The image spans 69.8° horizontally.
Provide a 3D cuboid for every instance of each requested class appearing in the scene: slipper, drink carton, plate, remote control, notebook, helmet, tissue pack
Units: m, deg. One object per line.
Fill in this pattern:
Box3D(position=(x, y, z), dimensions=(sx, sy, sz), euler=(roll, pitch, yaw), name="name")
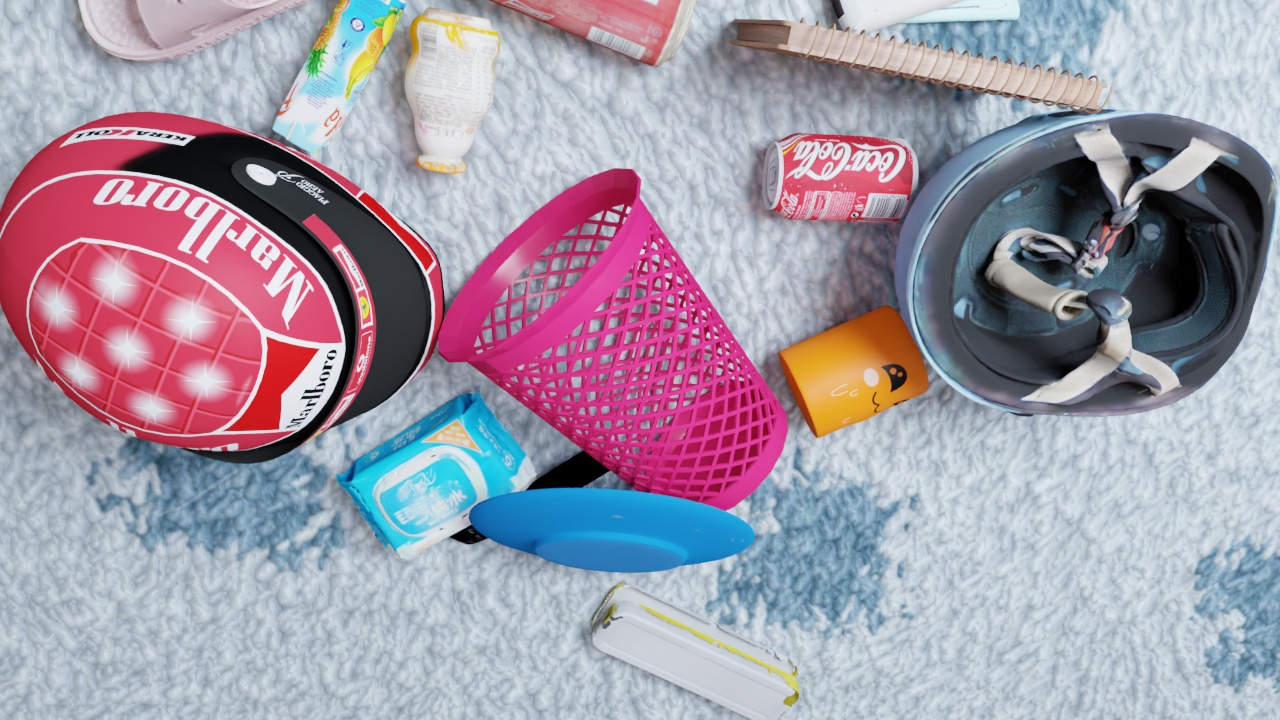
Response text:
Box3D(position=(-0.263, -0.266, 0.586), dimensions=(0.239, 0.064, 0.094), euler=(-14, 97, 9), name="slipper")
Box3D(position=(-0.212, -0.206, 0.644), dimensions=(0.038, 0.044, 0.129), euler=(31, 103, -15), name="drink carton")
Box3D(position=(-0.024, 0.144, 0.722), dimensions=(0.224, 0.225, 0.024), euler=(8, 65, -9), name="plate")
Box3D(position=(0.204, -0.282, 0.659), dimensions=(0.138, 0.025, 0.060), euler=(-18, 94, 2), name="remote control")
Box3D(position=(0.177, -0.201, 0.616), dimensions=(0.210, 0.169, 0.022), euler=(8, 110, -9), name="notebook")
Box3D(position=(-0.269, -0.043, 0.601), dimensions=(0.271, 0.224, 0.198), euler=(28, 109, -14), name="helmet")
Box3D(position=(-0.093, 0.116, 0.784), dimensions=(0.152, 0.020, 0.041), euler=(-30, 151, 6), name="remote control")
Box3D(position=(0.302, -0.074, 0.677), dimensions=(0.265, 0.166, 0.226), euler=(-1, 110, -11), name="helmet")
Box3D(position=(-0.168, 0.098, 0.752), dimensions=(0.144, 0.061, 0.093), euler=(-31, 111, 6), name="tissue pack")

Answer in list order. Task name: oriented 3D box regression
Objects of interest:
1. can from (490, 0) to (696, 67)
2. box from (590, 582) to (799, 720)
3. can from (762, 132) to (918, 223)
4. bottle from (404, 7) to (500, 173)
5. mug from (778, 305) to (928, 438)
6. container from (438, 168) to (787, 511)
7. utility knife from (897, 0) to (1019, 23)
Box3D(position=(-0.048, -0.261, 0.627), dimensions=(0.170, 0.067, 0.067), euler=(18, 108, -12), name="can")
Box3D(position=(0.053, 0.274, 0.860), dimensions=(0.209, 0.044, 0.066), euler=(29, 118, -15), name="box")
Box3D(position=(0.149, -0.138, 0.694), dimensions=(0.104, 0.064, 0.064), euler=(1, 110, -6), name="can")
Box3D(position=(-0.135, -0.189, 0.648), dimensions=(0.063, 0.063, 0.109), euler=(8, 110, -9), name="bottle")
Box3D(position=(0.176, 0.019, 0.758), dimensions=(0.096, 0.077, 0.113), euler=(-24, 142, 3), name="mug")
Box3D(position=(-0.004, 0.004, 0.684), dimensions=(0.183, 0.183, 0.226), euler=(-39, 117, 9), name="container")
Box3D(position=(0.222, -0.261, 0.683), dimensions=(0.120, 0.015, 0.022), euler=(-4, 107, -1), name="utility knife")
